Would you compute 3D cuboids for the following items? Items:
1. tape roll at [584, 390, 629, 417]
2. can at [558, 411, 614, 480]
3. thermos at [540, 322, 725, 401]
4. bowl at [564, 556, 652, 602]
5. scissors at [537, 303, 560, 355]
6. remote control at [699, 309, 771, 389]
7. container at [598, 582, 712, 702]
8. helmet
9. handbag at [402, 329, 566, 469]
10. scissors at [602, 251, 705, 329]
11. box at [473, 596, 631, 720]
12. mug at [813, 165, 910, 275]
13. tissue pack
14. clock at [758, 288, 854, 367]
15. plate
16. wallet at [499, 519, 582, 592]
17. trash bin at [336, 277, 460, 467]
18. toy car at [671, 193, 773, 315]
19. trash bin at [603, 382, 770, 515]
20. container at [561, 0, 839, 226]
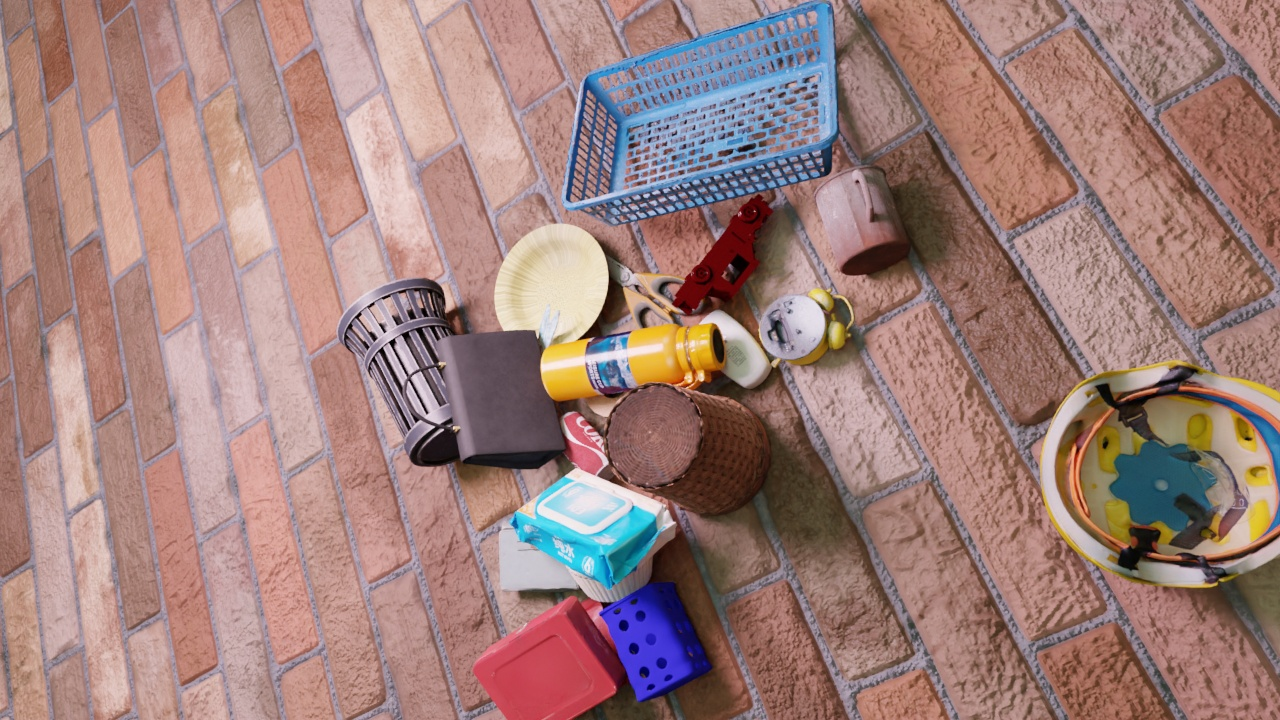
[{"bbox_3d":[-0.031,0.033,1.235,0.094,0.027,0.094,-7,75,24],"label":"tape roll"},{"bbox_3d":[-0.073,0.117,1.220,0.054,0.054,0.096,-48,63,7],"label":"can"},{"bbox_3d":[-0.007,0.007,1.175,0.233,0.076,0.091,-10,110,23],"label":"thermos"},{"bbox_3d":[-0.035,0.252,1.142,0.115,0.115,0.062,-1,120,25],"label":"bowl"},{"bbox_3d":[-0.131,0.006,1.264,0.101,0.016,0.179,40,118,25],"label":"scissors"},{"bbox_3d":[0.118,-0.014,1.174,0.060,0.028,0.114,-47,63,8],"label":"remote control"},{"bbox_3d":[0.019,0.338,1.104,0.084,0.085,0.113,-33,66,15],"label":"container"},{"bbox_3d":[0.511,0.115,0.896,0.240,0.139,0.209,-4,75,12],"label":"helmet"},{"bbox_3d":[-0.213,0.049,1.181,0.072,0.195,0.175,-36,62,42],"label":"handbag"},{"bbox_3d":[-0.003,-0.114,1.266,0.114,0.016,0.229,-48,61,7],"label":"scissors"},{"bbox_3d":[-0.104,0.379,1.133,0.157,0.126,0.137,-35,70,14],"label":"box"},{"bbox_3d":[0.265,-0.172,1.092,0.096,0.123,0.110,-21,71,4],"label":"mug"},{"bbox_3d":[-0.063,0.199,1.117,0.210,0.116,0.066,14,126,46],"label":"tissue pack"},{"bbox_3d":[0.204,-0.041,1.124,0.119,0.057,0.083,-26,67,18],"label":"clock"},{"bbox_3d":[-0.120,-0.100,1.305,0.185,0.036,0.184,-6,77,25],"label":"plate"},{"bbox_3d":[-0.127,0.256,1.217,0.132,0.054,0.100,-11,72,28],"label":"wallet"},{"bbox_3d":[-0.306,0.023,1.299,0.164,0.164,0.227,-38,68,13],"label":"trash bin"},{"bbox_3d":[0.113,-0.127,1.173,0.062,0.070,0.169,38,81,-2],"label":"toy car"},{"bbox_3d":[0.050,0.099,1.077,0.151,0.210,0.151,-7,73,24],"label":"trash bin"},{"bbox_3d":[0.087,-0.307,1.200,0.363,0.089,0.256,-9,56,23],"label":"container"}]
